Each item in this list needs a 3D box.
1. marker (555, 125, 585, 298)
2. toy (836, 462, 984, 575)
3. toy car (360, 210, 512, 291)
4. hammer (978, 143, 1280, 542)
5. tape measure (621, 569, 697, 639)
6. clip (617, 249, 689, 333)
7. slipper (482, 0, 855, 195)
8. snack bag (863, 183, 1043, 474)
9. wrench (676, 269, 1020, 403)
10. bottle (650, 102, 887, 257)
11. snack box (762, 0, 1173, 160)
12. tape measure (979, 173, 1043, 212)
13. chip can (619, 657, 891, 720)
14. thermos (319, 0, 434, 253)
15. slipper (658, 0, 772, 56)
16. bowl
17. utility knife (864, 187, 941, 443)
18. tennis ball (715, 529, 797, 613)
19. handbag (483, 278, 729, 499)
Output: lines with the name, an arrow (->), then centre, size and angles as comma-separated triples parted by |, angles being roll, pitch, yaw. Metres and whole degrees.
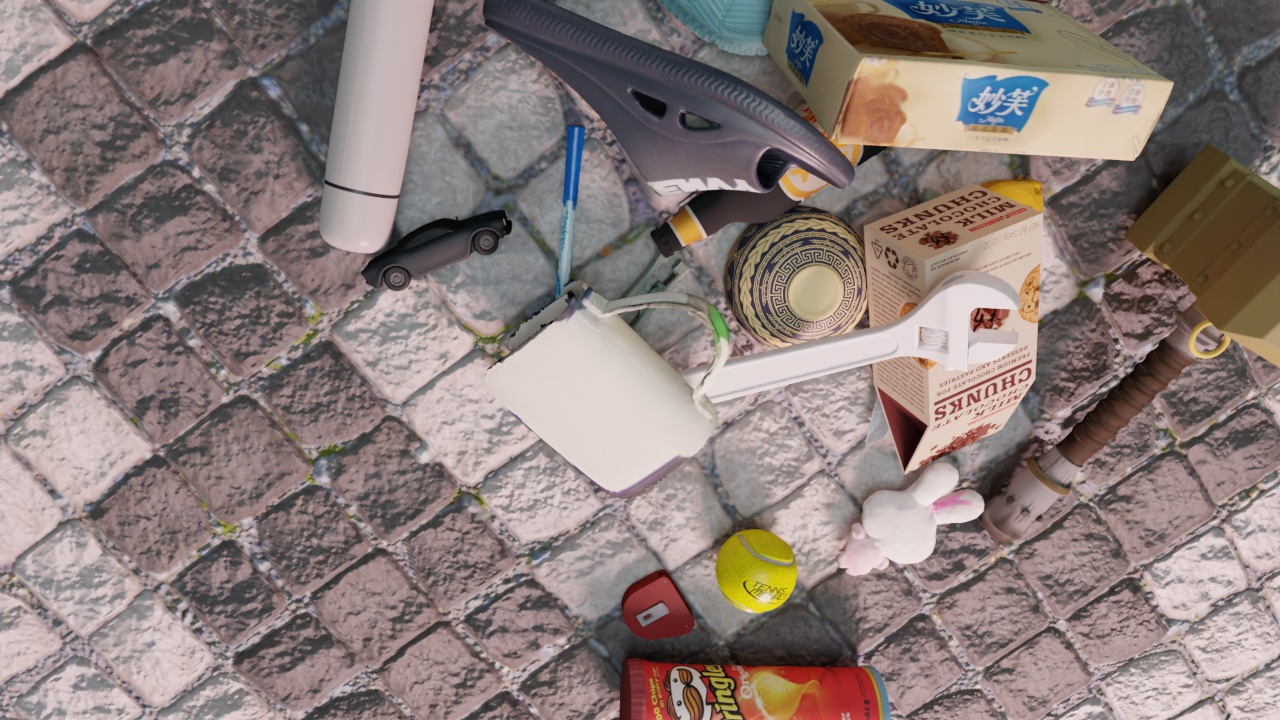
marker -> -0.054, -0.102, 0.683 | 0.013, 0.013, 0.142 | 5, 106, -6
toy -> 0.217, 0.135, 0.759 | 0.126, 0.037, 0.076 | -40, 113, 13
toy car -> -0.147, -0.083, 0.663 | 0.112, 0.046, 0.034 | -21, 111, 3
hammer -> 0.375, 0.021, 0.693 | 0.100, 0.189, 0.326 | 27, 119, -12
tape measure -> 0.013, 0.212, 0.773 | 0.051, 0.019, 0.059 | -30, 106, 3
clip -> 0.004, -0.050, 0.697 | 0.043, 0.023, 0.076 | 39, 97, -12
slipper -> 0.006, -0.157, 0.595 | 0.268, 0.110, 0.083 | 27, 100, 10
snack bag -> 0.232, -0.012, 0.683 | 0.094, 0.070, 0.207 | -22, 123, -13
wrench -> 0.129, -0.003, 0.650 | 0.274, 0.018, 0.066 | -15, 117, 35
bottle -> 0.089, -0.131, 0.661 | 0.182, 0.059, 0.059 | -32, 106, 5
snack box -> 0.199, -0.191, 0.588 | 0.207, 0.153, 0.055 | 0, 129, -14
tape measure -> 0.275, -0.108, 0.700 | 0.059, 0.030, 0.068 | -3, 105, -6
chip can -> 0.092, 0.296, 0.769 | 0.213, 0.087, 0.087 | 3, 105, -7
thermos -> -0.179, -0.185, 0.627 | 0.052, 0.052, 0.224 | 12, 104, -8
slipper -> 0.023, -0.311, 0.602 | 0.276, 0.069, 0.116 | 41, 102, -13
bowl -> 0.122, -0.056, 0.684 | 0.112, 0.061, 0.112 | -1, 106, -5
utility knife -> 0.209, -0.031, 0.723 | 0.031, 0.015, 0.207 | 11, 101, -7
tennis ball -> 0.094, 0.170, 0.744 | 0.065, 0.065, 0.065 | -1, 106, -5
handbag -> -0.004, 0.004, 0.661 | 0.151, 0.073, 0.176 | 42, 129, -15
